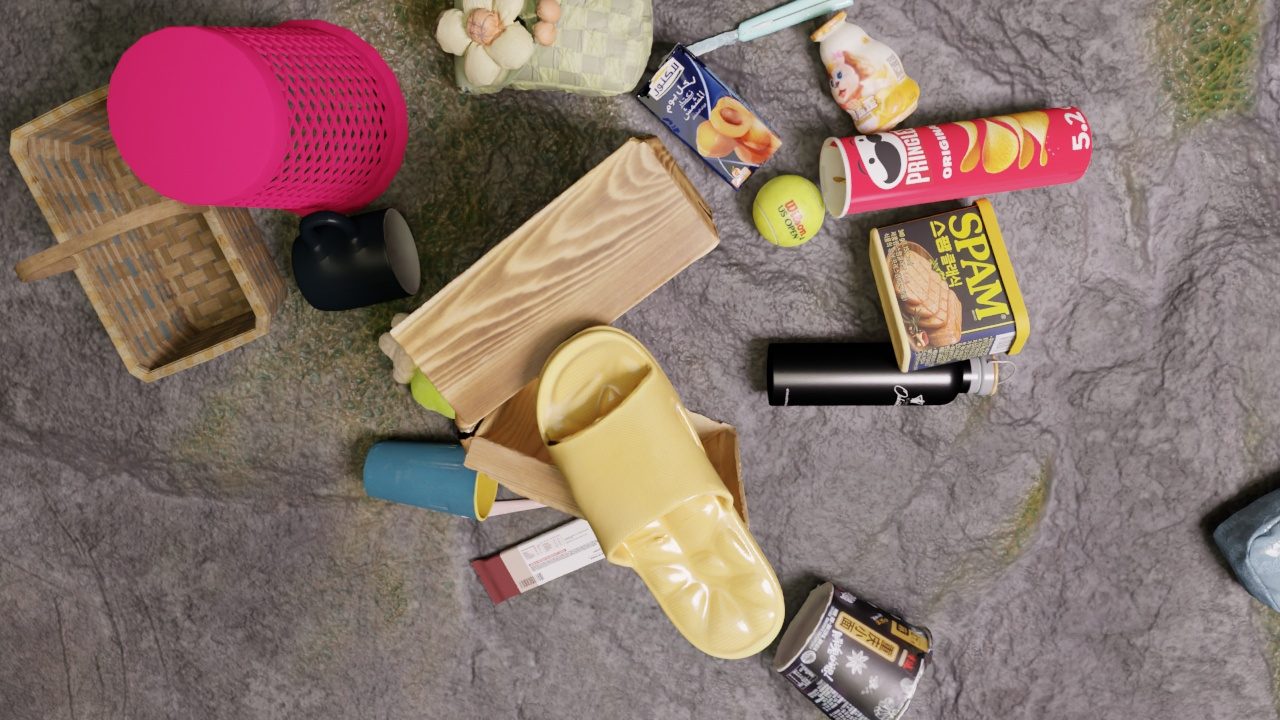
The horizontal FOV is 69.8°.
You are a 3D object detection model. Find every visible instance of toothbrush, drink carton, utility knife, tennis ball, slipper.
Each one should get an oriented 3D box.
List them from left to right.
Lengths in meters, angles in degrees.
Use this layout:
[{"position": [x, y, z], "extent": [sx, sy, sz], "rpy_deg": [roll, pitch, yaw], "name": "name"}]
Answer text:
[{"position": [-0.103, 0.150, 0.958], "extent": [0.181, 0.018, 0.016], "rpy_deg": [-7, 103, 6], "name": "toothbrush"}, {"position": [0.012, 0.103, 0.627], "extent": [0.100, 0.078, 0.263], "rpy_deg": [-31, 101, 12], "name": "slipper"}, {"position": [0.062, -0.222, 0.838], "extent": [0.130, 0.040, 0.064], "rpy_deg": [41, 109, -8], "name": "drink carton"}, {"position": [0.103, -0.302, 0.835], "extent": [0.179, 0.015, 0.022], "rpy_deg": [-17, 103, 11], "name": "utility knife"}, {"position": [0.136, -0.138, 0.845], "extent": [0.065, 0.065, 0.065], "rpy_deg": [1, 104, 3], "name": "tennis ball"}]

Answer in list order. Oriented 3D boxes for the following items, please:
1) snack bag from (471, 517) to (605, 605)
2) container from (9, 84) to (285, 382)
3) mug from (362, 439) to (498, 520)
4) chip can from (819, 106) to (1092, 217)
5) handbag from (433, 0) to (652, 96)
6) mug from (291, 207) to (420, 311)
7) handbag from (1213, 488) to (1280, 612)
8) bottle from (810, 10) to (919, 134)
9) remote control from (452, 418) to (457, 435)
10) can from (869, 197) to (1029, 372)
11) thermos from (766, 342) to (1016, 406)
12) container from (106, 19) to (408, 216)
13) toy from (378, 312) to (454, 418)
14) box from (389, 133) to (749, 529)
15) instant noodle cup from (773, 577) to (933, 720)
[{"position": [-0.098, 0.207, 0.973], "extent": [0.158, 0.013, 0.057], "rpy_deg": [-25, 103, 9], "name": "snack bag"}, {"position": [-0.447, -0.113, 0.824], "extent": [0.158, 0.186, 0.250], "rpy_deg": [-21, 102, 8], "name": "container"}, {"position": [-0.212, 0.116, 0.929], "extent": [0.121, 0.078, 0.078], "rpy_deg": [5, 104, 7], "name": "mug"}, {"position": [0.275, -0.176, 0.806], "extent": [0.220, 0.069, 0.069], "rpy_deg": [-9, 104, -5], "name": "chip can"}, {"position": [-0.084, -0.287, 0.794], "extent": [0.186, 0.116, 0.113], "rpy_deg": [3, 104, 4], "name": "handbag"}, {"position": [-0.273, -0.101, 0.854], "extent": [0.094, 0.122, 0.085], "rpy_deg": [-12, 64, 6], "name": "mug"}, {"position": [0.660, 0.160, 0.863], "extent": [0.192, 0.118, 0.122], "rpy_deg": [-34, 100, 5], "name": "handbag"}, {"position": [0.196, -0.255, 0.813], "extent": [0.063, 0.063, 0.108], "rpy_deg": [-38, 98, 11], "name": "bottle"}, {"position": [-0.123, 0.062, 0.937], "extent": [0.136, 0.015, 0.032], "rpy_deg": [0, 104, 3], "name": "remote control"}, {"position": [0.273, -0.065, 0.827], "extent": [0.104, 0.075, 0.135], "rpy_deg": [-13, 70, 9], "name": "can"}, {"position": [0.240, 0.013, 0.879], "extent": [0.231, 0.061, 0.061], "rpy_deg": [0, 104, 4], "name": "thermos"}, {"position": [-0.320, -0.202, 0.773], "extent": [0.183, 0.225, 0.183], "rpy_deg": [1, 104, 3], "name": "container"}, {"position": [-0.205, 0.000, 0.912], "extent": [0.115, 0.046, 0.092], "rpy_deg": [36, 102, 1], "name": "toy"}, {"position": [-0.017, 0.015, 0.787], "extent": [0.282, 0.278, 0.315], "rpy_deg": [-34, 102, 11], "name": "box"}, {"position": [0.207, 0.297, 0.923], "extent": [0.112, 0.137, 0.137], "rpy_deg": [34, 104, 3], "name": "instant noodle cup"}]
